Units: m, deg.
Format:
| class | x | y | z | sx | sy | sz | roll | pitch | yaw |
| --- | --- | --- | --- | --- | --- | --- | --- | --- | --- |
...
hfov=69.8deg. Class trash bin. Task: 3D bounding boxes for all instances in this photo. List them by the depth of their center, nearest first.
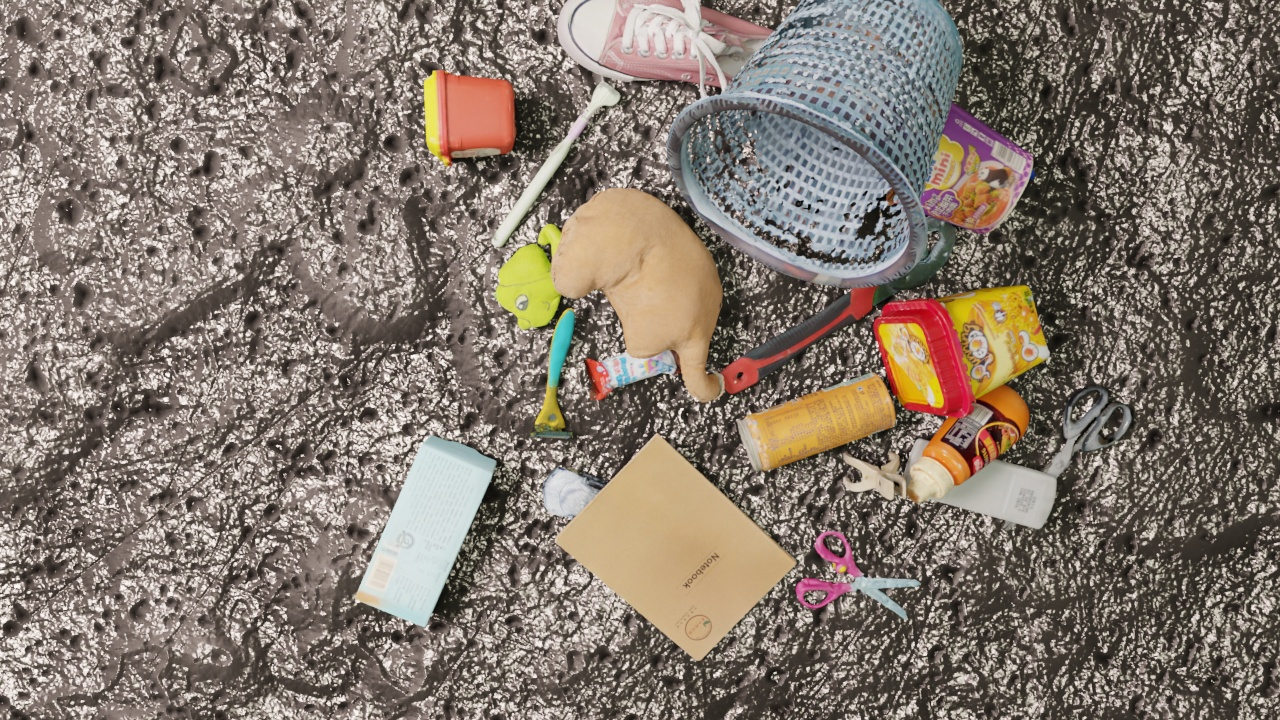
| class | x | y | z | sx | sy | sz | roll | pitch | yaw |
| --- | --- | --- | --- | --- | --- | --- | --- | --- | --- |
| trash bin | 0.166 | -0.204 | 0.772 | 0.226 | 0.227 | 0.194 | 33 | 71 | -6 |

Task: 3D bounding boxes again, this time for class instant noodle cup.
| class | x | y | z | sx | sy | sz | roll | pitch | yaw |
| --- | --- | --- | --- | --- | --- | --- | --- | --- | --- |
| instant noodle cup | 0.299 | -0.175 | 0.857 | 0.099 | 0.111 | 0.111 | 26 | 94 | -3 |
| instant noodle cup | 0.310 | -0.017 | 0.883 | 0.123 | 0.116 | 0.116 | -20 | 96 | -12 |

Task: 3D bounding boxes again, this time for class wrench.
| class | x | y | z | sx | sy | sz | roll | pitch | yaw |
| --- | --- | --- | --- | --- | --- | --- | --- | --- | --- |
| wrench | 0.196 | -0.049 | 0.910 | 0.273 | 0.016 | 0.056 | -35 | 118 | 3 |

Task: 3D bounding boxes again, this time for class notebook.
| class | x | y | z | sx | sy | sz | roll | pitch | yaw |
| --- | --- | --- | --- | --- | --- | --- | --- | --- | --- |
| notebook | 0.038 | 0.191 | 0.920 | 0.207 | 0.008 | 0.148 | 43 | 93 | -16 |

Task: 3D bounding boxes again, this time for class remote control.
| class | x | y | z | sx | sy | sz | roll | pitch | yaw |
| --- | --- | --- | --- | --- | --- | --- | --- | --- | --- |
| remote control | 0.345 | 0.125 | 0.935 | 0.150 | 0.021 | 0.058 | 16 | 94 | 0 |

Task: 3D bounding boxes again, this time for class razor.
| class | x | y | z | sx | sy | sz | roll | pitch | yaw |
| --- | --- | --- | --- | --- | --- | --- | --- | --- | --- |
| razor | -0.081 | 0.013 | 0.903 | 0.043 | 0.028 | 0.132 | 5 | 100 | -26 |

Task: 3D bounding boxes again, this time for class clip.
| class | x | y | z | sx | sy | sz | roll | pitch | yaw |
| --- | --- | --- | --- | --- | --- | --- | --- | --- | --- |
| clip | 0.245 | 0.113 | 0.902 | 0.095 | 0.102 | 0.035 | -3 | 95 | -28 |

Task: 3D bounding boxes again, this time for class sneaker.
| class | x | y | z | sx | sy | sz | roll | pitch | yaw |
| --- | --- | --- | --- | --- | --- | --- | --- | --- | --- |
| sneaker | 0.043 | -0.295 | 0.847 | 0.241 | 0.088 | 0.118 | 13 | 95 | -5 |

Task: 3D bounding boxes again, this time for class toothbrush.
| class | x | y | z | sx | sy | sz | roll | pitch | yaw |
| --- | --- | --- | --- | --- | --- | --- | --- | --- | --- |
| toothbrush | -0.085 | -0.187 | 0.888 | 0.029 | 0.020 | 0.189 | 39 | 95 | 25 |

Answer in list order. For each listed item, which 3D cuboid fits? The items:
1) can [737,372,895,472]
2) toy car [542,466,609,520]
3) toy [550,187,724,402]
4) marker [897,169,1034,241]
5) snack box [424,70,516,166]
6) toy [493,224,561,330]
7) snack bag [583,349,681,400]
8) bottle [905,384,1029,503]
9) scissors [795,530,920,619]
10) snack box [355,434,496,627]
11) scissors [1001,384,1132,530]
| class | x | y | z | sx | sy | sz | roll | pitch | yaw |
| --- | --- | --- | --- | --- | --- | --- | --- | --- | --- |
| can | 0.173 | 0.061 | 0.905 | 0.146 | 0.058 | 0.058 | -19 | 96 | 0 |
| toy car | -0.048 | 0.141 | 0.917 | 0.105 | 0.031 | 0.049 | 18 | 94 | -3 |
| toy | 0.021 | -0.063 | 0.869 | 0.226 | 0.083 | 0.143 | 43 | 73 | -13 |
| marker | 0.323 | -0.154 | 0.910 | 0.146 | 0.017 | 0.017 | -28 | 96 | 1 |
| snack box | -0.156 | -0.222 | 0.846 | 0.080 | 0.091 | 0.082 | -2 | 96 | -10 |
| toy | -0.095 | -0.082 | 0.892 | 0.100 | 0.031 | 0.096 | -11 | 93 | -5 |
| snack bag | -0.005 | 0.005 | 0.907 | 0.105 | 0.026 | 0.045 | -19 | 89 | -4 |
| bottle | 0.312 | 0.085 | 0.892 | 0.149 | 0.067 | 0.067 | -39 | 97 | -19 |
| scissors | 0.222 | 0.237 | 0.949 | 0.135 | 0.017 | 0.108 | 38 | 92 | -9 |
| snack box | -0.209 | 0.166 | 0.902 | 0.074 | 0.051 | 0.175 | 24 | 95 | -6 |
| scissors | 0.440 | 0.110 | 0.945 | 0.133 | 0.014 | 0.175 | 4 | 96 | -2 |
